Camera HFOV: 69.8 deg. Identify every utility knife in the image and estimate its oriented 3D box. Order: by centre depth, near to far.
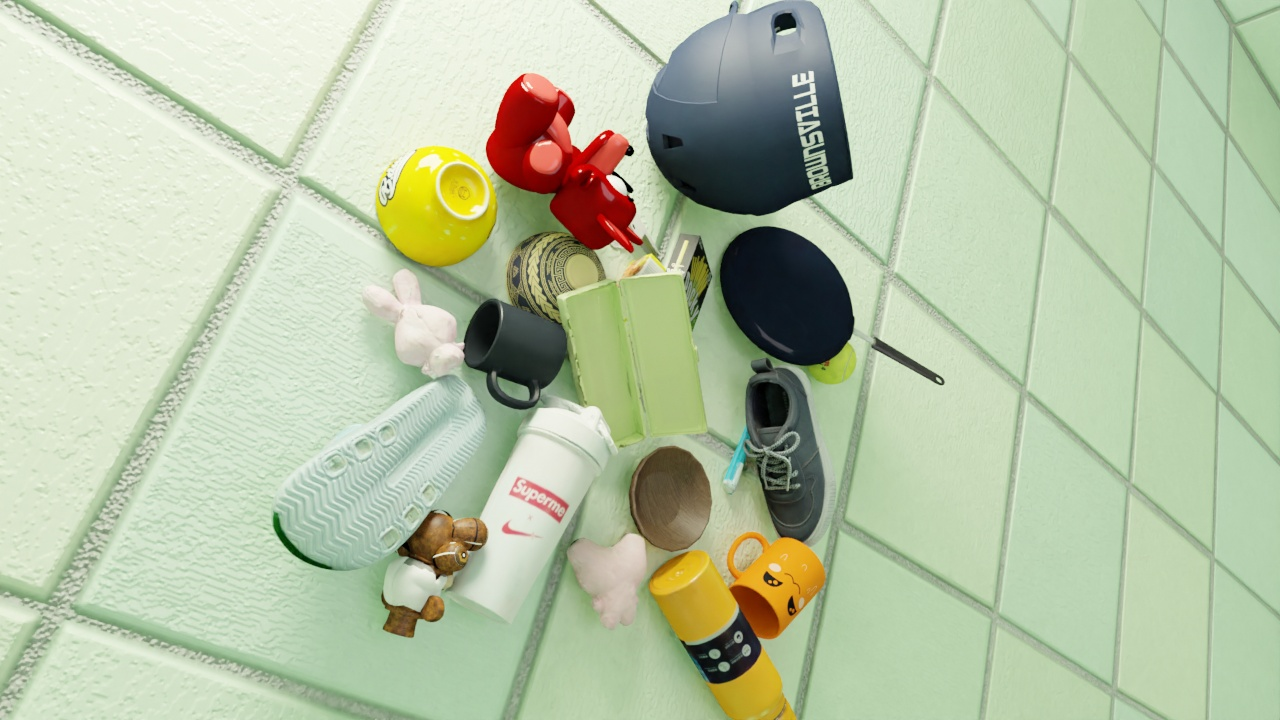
[{"bbox_3d":[0.128,0.109,1.131,0.022,0.015,0.123,51,51,-35],"label":"utility knife"}]

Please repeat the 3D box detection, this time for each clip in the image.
[{"bbox_3d":[-0.015,-0.154,1.063,0.101,0.040,0.054,59,33,-13],"label":"clip"}]

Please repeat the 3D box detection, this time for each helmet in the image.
[{"bbox_3d":[0.116,-0.291,1.076,0.271,0.223,0.232,-86,160,-50],"label":"helmet"}]

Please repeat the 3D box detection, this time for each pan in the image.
[{"bbox_3d":[0.260,-0.052,1.196,0.356,0.021,0.198,28,56,-14],"label":"pan"}]

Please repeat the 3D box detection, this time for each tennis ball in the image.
[{"bbox_3d":[0.254,-0.001,1.221,0.065,0.065,0.065,9,76,-38],"label":"tennis ball"}]

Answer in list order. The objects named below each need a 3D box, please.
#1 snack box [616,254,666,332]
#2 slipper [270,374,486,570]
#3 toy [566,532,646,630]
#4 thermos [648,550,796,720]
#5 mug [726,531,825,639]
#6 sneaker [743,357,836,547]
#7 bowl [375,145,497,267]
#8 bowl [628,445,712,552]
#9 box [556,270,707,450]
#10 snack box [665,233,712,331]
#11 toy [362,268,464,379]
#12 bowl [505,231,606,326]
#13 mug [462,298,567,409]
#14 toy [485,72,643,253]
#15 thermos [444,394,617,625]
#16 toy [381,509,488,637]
[{"bbox_3d":[-0.021,-0.055,1.023,0.029,0.040,0.147,44,57,-23],"label":"snack box"},{"bbox_3d":[-0.225,0.095,0.810,0.104,0.074,0.244,62,35,-14],"label":"slipper"},{"bbox_3d":[-0.029,0.229,0.951,0.099,0.053,0.095,2,73,-41],"label":"toy"},{"bbox_3d":[0.102,0.322,1.027,0.091,0.076,0.233,-42,107,-40],"label":"thermos"},{"bbox_3d":[0.150,0.255,1.085,0.095,0.078,0.112,-34,84,-38],"label":"mug"},{"bbox_3d":[0.173,0.114,1.106,0.087,0.089,0.235,-3,82,-56],"label":"sneaker"},{"bbox_3d":[-0.187,-0.154,0.887,0.117,0.068,0.117,9,76,-38],"label":"bowl"},{"bbox_3d":[0.028,0.155,1.028,0.117,0.030,0.117,9,76,-38],"label":"bowl"},{"bbox_3d":[-0.007,0.003,0.963,0.141,0.047,0.188,-13,113,-2],"label":"box"},{"bbox_3d":[0.043,-0.063,1.060,0.080,0.025,0.147,65,40,-56],"label":"snack box"},{"bbox_3d":[-0.210,-0.033,0.861,0.063,0.047,0.110,-34,89,-35],"label":"toy"},{"bbox_3d":[-0.078,-0.085,0.967,0.112,0.061,0.112,9,76,-38],"label":"bowl"},{"bbox_3d":[-0.124,-0.001,0.901,0.077,0.071,0.105,21,51,-35],"label":"mug"},{"bbox_3d":[-0.065,-0.193,0.945,0.120,0.158,0.197,-43,95,8],"label":"toy"},{"bbox_3d":[-0.102,0.141,0.887,0.099,0.100,0.220,39,63,-27],"label":"thermos"},{"bbox_3d":[-0.191,0.186,0.810,0.067,0.087,0.112,33,68,-49],"label":"toy"}]
